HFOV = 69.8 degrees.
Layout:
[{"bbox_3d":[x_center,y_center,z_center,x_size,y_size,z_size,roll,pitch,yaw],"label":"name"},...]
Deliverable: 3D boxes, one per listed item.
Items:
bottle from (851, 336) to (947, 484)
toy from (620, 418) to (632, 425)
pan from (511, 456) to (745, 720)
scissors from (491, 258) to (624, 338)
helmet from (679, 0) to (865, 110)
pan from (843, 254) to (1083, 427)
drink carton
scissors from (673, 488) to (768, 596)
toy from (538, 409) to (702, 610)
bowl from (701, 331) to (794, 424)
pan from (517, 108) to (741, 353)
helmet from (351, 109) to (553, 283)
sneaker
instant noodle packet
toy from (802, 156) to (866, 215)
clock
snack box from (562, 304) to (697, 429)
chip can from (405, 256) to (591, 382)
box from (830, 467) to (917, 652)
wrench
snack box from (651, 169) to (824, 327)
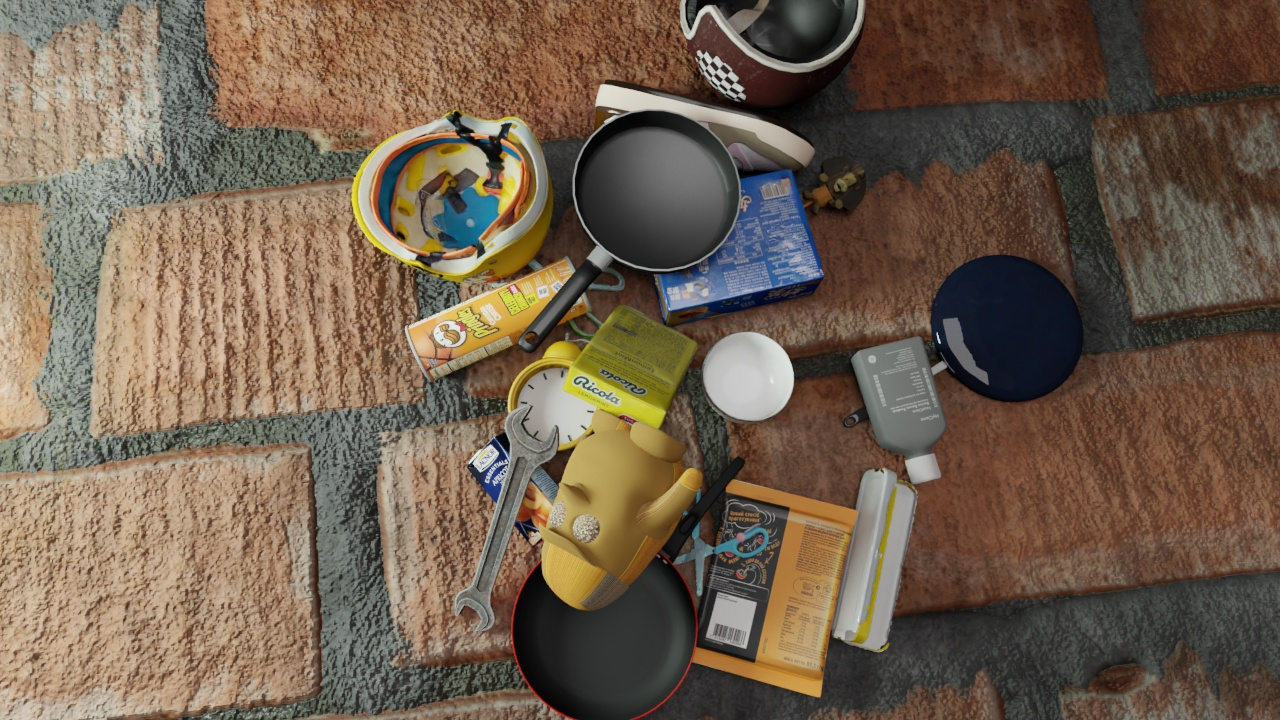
[{"bbox_3d":[0.327,0.065,1.133,0.084,0.046,0.173,-14,78,-2],"label":"bottle"},{"bbox_3d":[-0.018,0.115,1.119,0.080,0.036,0.099,-6,78,-13],"label":"toy"},{"bbox_3d":[0.006,0.253,1.068,0.209,0.067,0.355,38,71,14],"label":"pan"},{"bbox_3d":[-0.107,-0.089,1.180,0.170,0.028,0.138,3,78,3],"label":"scissors"},{"bbox_3d":[0.159,-0.436,1.156,0.233,0.253,0.234,-38,95,-6],"label":"helmet"},{"bbox_3d":[0.411,-0.006,1.181,0.356,0.021,0.198,-30,79,-8],"label":"pan"},{"bbox_3d":[-0.141,0.150,1.091,0.130,0.040,0.064,49,114,9],"label":"drink carton"},{"bbox_3d":[0.081,0.208,1.101,0.135,0.015,0.135,-22,65,5],"label":"scissors"},{"bbox_3d":[-0.039,0.168,1.001,0.162,0.199,0.203,37,74,-39],"label":"toy"},{"bbox_3d":[0.129,0.027,1.136,0.113,0.063,0.113,1,75,-2],"label":"bowl"},{"bbox_3d":[-0.028,-0.145,1.100,0.204,0.044,0.355,39,78,0],"label":"pan"},{"bbox_3d":[-0.217,-0.186,1.139,0.240,0.139,0.208,4,74,13],"label":"helmet"},{"bbox_3d":[0.076,-0.273,1.200,0.294,0.111,0.116,15,97,0],"label":"sneaker"},{"bbox_3d":[0.157,0.265,1.089,0.160,0.032,0.220,13,75,10],"label":"instant noodle packet"},{"bbox_3d":[0.249,-0.223,1.209,0.100,0.062,0.076,-32,99,-5],"label":"toy"},{"bbox_3d":[-0.095,0.044,1.129,0.113,0.052,0.151,37,82,7],"label":"clock"},{"bbox_3d":[-0.007,0.006,1.098,0.121,0.045,0.180,26,32,3],"label":"snack box"},{"bbox_3d":[-0.173,-0.051,1.128,0.215,0.075,0.075,-24,78,-5],"label":"chip can"},{"bbox_3d":[0.282,0.233,1.084,0.079,0.080,0.209,15,75,3],"label":"box"},{"bbox_3d":[-0.158,0.185,1.063,0.070,0.010,0.273,20,96,13],"label":"wrench"},{"bbox_3d":[0.112,-0.144,1.175,0.202,0.069,0.155,-13,77,-6],"label":"snack box"}]
